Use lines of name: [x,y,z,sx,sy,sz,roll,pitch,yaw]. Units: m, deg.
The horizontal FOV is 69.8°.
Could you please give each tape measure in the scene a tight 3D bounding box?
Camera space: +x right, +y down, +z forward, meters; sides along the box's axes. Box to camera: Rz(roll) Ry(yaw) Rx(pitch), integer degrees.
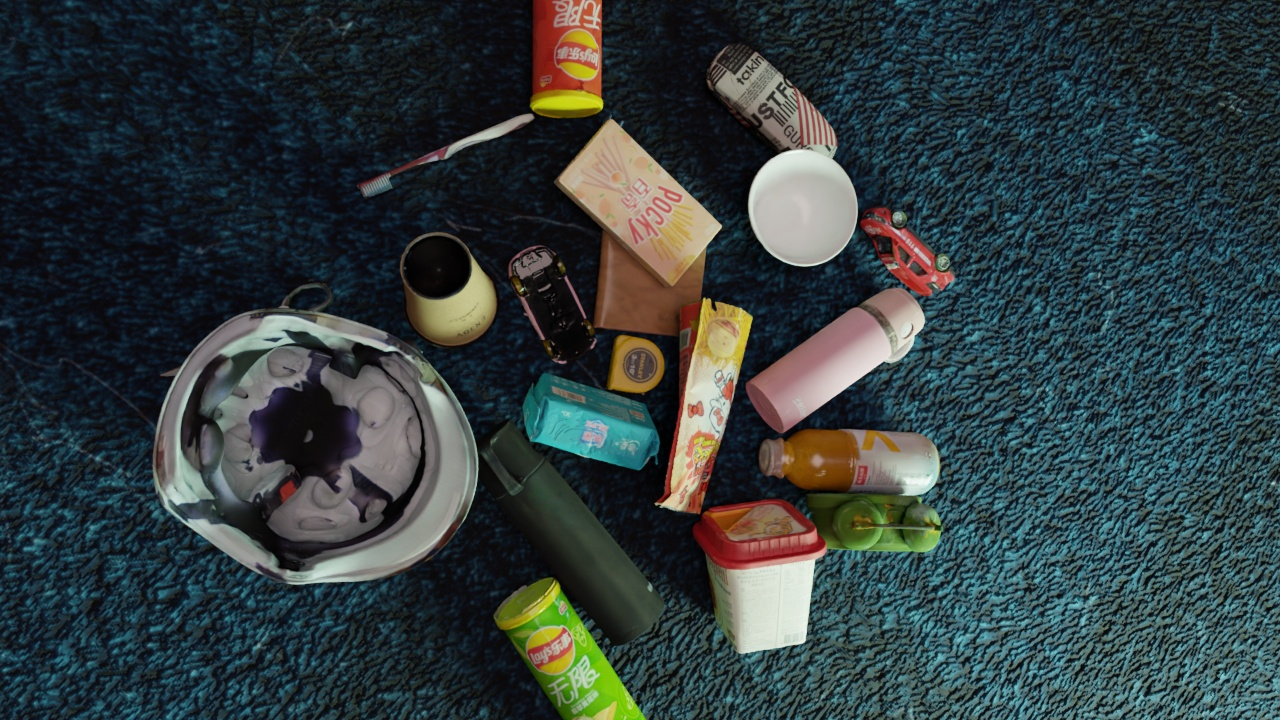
tape measure: [-0.006,0.005,0.937,0.057,0.029,0.060,10,86,-12]

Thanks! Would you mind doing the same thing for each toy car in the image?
toy car: [0.286,-0.118,0.992,0.120,0.053,0.045,43,83,-11]
toy car: [-0.089,-0.055,0.915,0.056,0.037,0.122,-28,109,-9]

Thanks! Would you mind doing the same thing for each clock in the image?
clock: [0.233,0.164,0.929,0.116,0.161,0.056,3,80,-13]

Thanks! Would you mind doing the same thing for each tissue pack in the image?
tissue pack: [-0.046,0.060,0.893,0.133,0.093,0.050,18,102,-11]

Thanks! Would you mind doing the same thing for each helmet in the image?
helmet: [-0.281,0.072,0.814,0.258,0.146,0.229,25,86,-21]

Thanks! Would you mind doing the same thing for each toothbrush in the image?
toothbrush: [-0.188,-0.202,0.900,0.187,0.016,0.017,-26,104,-12]

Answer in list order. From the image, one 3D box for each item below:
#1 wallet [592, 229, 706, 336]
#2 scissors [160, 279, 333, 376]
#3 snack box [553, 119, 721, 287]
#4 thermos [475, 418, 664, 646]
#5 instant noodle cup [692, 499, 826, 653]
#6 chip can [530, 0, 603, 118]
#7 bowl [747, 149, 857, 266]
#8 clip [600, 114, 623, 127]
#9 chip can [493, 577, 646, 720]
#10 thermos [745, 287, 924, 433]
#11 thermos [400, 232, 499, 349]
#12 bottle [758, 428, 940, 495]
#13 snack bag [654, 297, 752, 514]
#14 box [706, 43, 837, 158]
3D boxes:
wallet: [0.011,-0.078,0.947,0.115,0.020,0.101,5,91,-16]
scissors: [-0.352,-0.007,0.864,0.163,0.014,0.164,24,85,-11]
snack box: [-0.001,-0.156,0.917,0.157,0.026,0.084,41,79,-14]
thermos: [-0.077,0.171,0.892,0.068,0.090,0.242,-38,99,5]
instant noodle cup: [0.120,0.219,0.932,0.116,0.116,0.124,-5,103,-13]
chip can: [-0.071,-0.352,0.898,0.073,0.073,0.216,1,90,-13]
bowl: [0.158,-0.154,0.956,0.118,0.065,0.118,0,89,-13]
clip: [-0.039,-0.221,0.931,0.038,0.026,0.058,25,88,-20]
chip can: [-0.056,0.322,0.906,0.072,0.073,0.221,-33,98,-11]
thermos: [0.211,0.003,0.975,0.198,0.067,0.087,-34,129,-12]
thermos: [-0.178,-0.065,0.845,0.093,0.143,0.093,1,79,-6]
bottle: [0.219,0.106,0.971,0.189,0.068,0.068,4,89,-13]
snack bag: [0.058,0.048,0.913,0.073,0.128,0.207,8,82,18]
box: [0.141,-0.264,0.961,0.164,0.052,0.068,37,63,-11]
